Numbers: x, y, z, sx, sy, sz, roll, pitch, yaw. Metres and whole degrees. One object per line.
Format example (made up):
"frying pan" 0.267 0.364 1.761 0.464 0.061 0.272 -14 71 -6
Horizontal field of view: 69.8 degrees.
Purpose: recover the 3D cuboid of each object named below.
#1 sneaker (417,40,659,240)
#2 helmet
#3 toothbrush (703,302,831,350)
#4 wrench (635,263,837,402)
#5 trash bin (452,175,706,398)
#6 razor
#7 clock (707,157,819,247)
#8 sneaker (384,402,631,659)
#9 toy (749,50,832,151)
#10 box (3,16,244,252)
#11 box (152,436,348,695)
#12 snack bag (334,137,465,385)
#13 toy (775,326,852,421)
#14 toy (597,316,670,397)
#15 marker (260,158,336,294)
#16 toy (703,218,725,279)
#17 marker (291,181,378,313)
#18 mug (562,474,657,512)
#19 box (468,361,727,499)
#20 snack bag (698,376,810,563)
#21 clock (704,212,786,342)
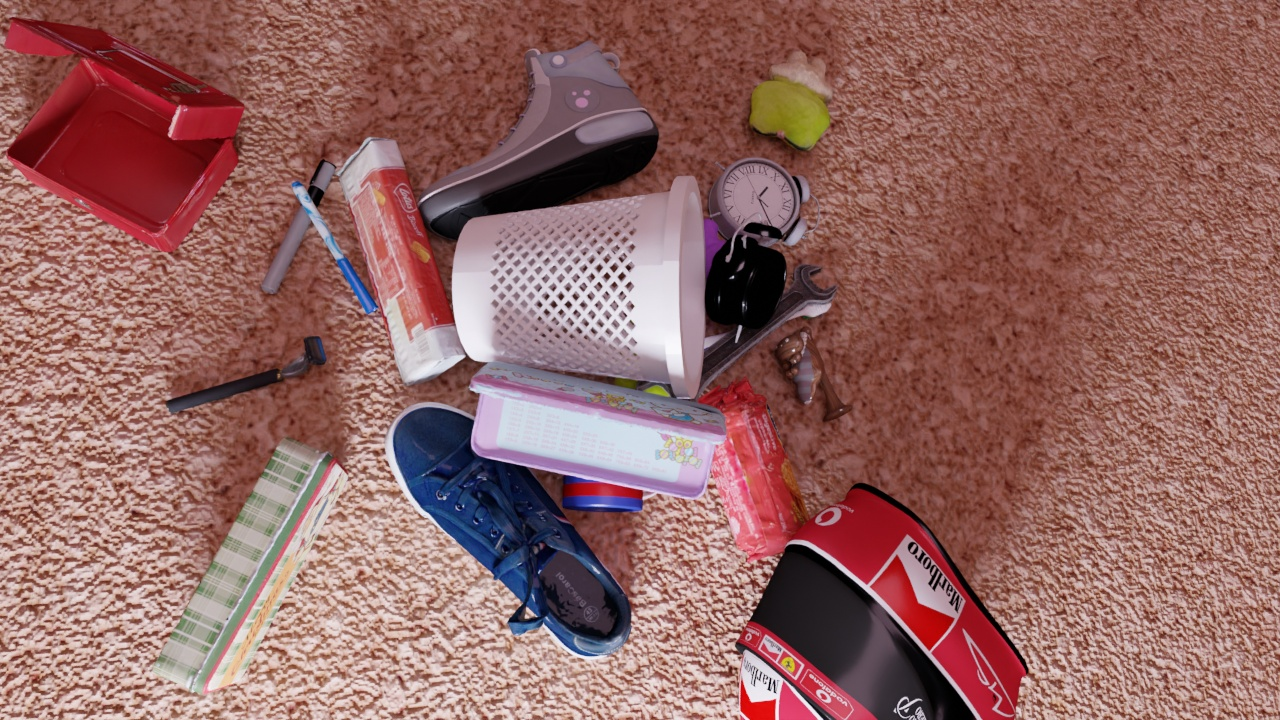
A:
"sneaker" -0.120 -0.229 0.916 0.256 0.093 0.160 -23 75 -15
"helmet" 0.191 0.279 0.796 0.224 0.198 0.271 -41 104 -14
"toothbrush" 0.114 -0.032 0.951 0.186 0.016 0.015 -17 81 -13
"wrench" 0.102 -0.022 0.917 0.272 0.010 0.070 -36 64 -28
"trash bin" -0.051 -0.064 0.828 0.200 0.195 0.195 0 76 11
"razor" -0.358 0.019 0.839 0.144 0.022 0.042 -22 41 -11
"clock" 0.133 -0.166 0.975 0.122 0.035 0.094 10 76 -9
"sneaker" -0.116 0.149 0.807 0.294 0.127 0.120 46 71 3
"toy" 0.169 -0.289 1.008 0.092 0.043 0.117 21 71 -4
"box" -0.464 -0.195 0.822 0.157 0.151 0.165 28 110 -3
"box" -0.315 0.169 0.764 0.050 0.118 0.205 26 72 -1
"snack bag" -0.226 -0.092 0.862 0.041 0.078 0.225 -9 77 -44
"toy" 0.173 0.012 0.942 0.054 0.042 0.101 -5 69 -36
"toy" -0.005 0.005 0.908 0.093 0.036 0.094 29 67 1
"marker" -0.327 -0.129 0.879 0.016 0.016 0.140 21 74 -7
"toy" 0.077 -0.090 0.935 0.106 0.056 0.088 36 81 -22
"marker" -0.291 -0.108 0.873 0.013 0.013 0.142 -31 94 -17
"mug" -0.020 0.104 0.869 0.111 0.075 0.076 11 74 -36
"box" -0.038 0.061 0.769 0.214 0.093 0.089 12 93 0
"snack bag" 0.105 0.105 0.886 0.082 0.082 0.176 -17 81 -15
"clock" 0.102 -0.083 0.879 0.043 0.121 0.091 21 47 30
